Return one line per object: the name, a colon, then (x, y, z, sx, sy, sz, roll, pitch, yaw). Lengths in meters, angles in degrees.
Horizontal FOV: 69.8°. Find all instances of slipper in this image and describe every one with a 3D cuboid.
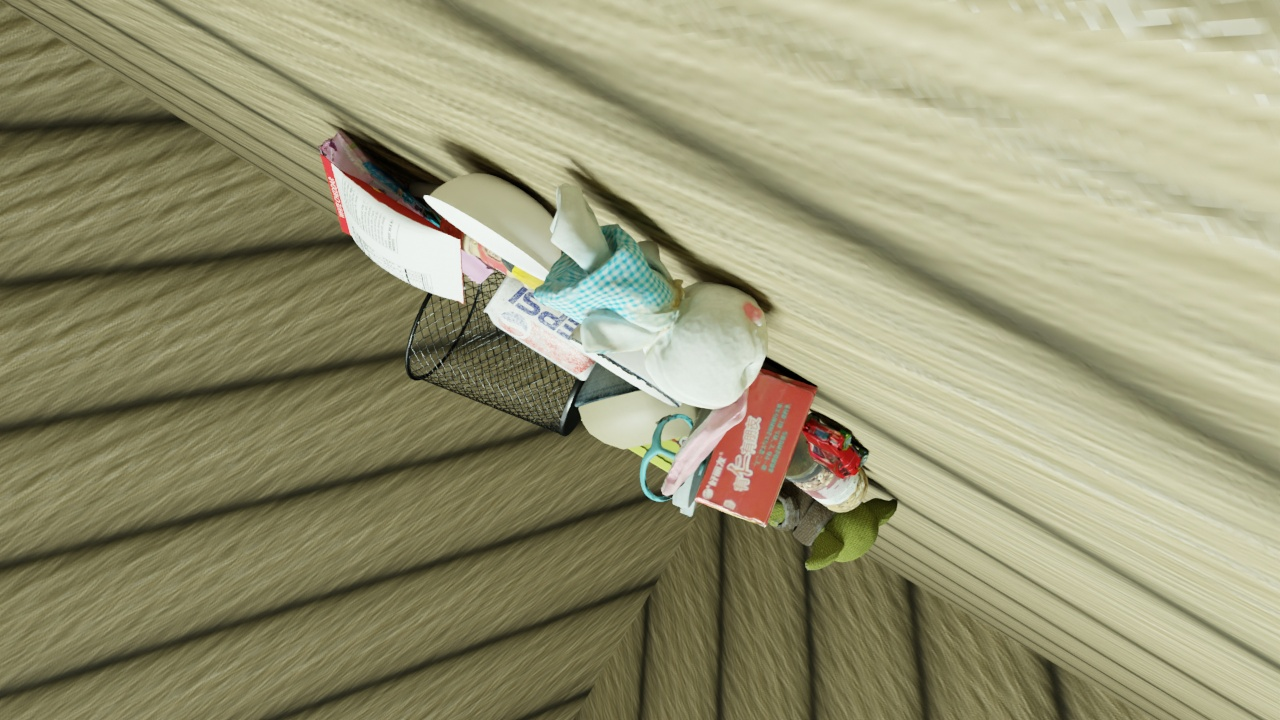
slipper: (0.038, 0.084, 0.825, 0.055, 0.098, 0.269, 20, 169, 9)

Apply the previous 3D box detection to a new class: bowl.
bowl: (-0.006, 0.005, 0.936, 0.137, 0.057, 0.137, -12, 175, -1)
bowl: (-0.095, -0.101, 0.652, 0.110, 0.040, 0.110, 32, 175, 3)
bowl: (0.017, 0.056, 0.920, 0.152, 0.050, 0.152, -12, 175, -1)
bowl: (0.000, -0.013, 0.797, 0.113, 0.063, 0.113, 31, 175, 3)

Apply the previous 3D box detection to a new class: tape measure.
tape measure: (-0.083, -0.082, 0.758, 0.064, 0.037, 0.065, 33, -168, -15)

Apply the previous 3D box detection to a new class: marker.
marker: (-0.186, -0.153, 0.841, 0.016, 0.016, 0.140, 35, 174, -32)

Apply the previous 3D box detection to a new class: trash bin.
trash bin: (-0.156, -0.013, 1.163, 0.210, 0.184, 0.184, 26, 174, 7)

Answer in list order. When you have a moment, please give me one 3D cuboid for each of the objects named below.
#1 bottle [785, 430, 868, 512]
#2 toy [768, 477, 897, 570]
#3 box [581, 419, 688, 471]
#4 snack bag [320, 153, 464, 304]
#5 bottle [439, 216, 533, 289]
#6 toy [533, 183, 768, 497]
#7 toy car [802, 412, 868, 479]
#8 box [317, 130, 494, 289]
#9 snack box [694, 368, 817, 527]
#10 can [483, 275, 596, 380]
bottle: (0.184, 0.112, 0.935, 0.105, 0.056, 0.056, 36, 174, -41)
toy: (0.195, 0.161, 1.027, 0.178, 0.078, 0.153, -20, -126, -43)
box: (0.025, 0.081, 1.257, 0.221, 0.081, 0.124, 31, -160, 18)
snack bag: (-0.226, -0.114, 0.845, 0.144, 0.039, 0.131, 31, 157, 4)
bottle: (-0.129, -0.104, 0.827, 0.109, 0.044, 0.044, 30, 175, 19)
toy: (0.018, -0.030, 0.541, 0.106, 0.130, 0.205, -17, 128, 30)
toy car: (0.173, 0.078, 0.825, 0.042, 0.036, 0.091, 30, 169, 36)
box: (-0.244, -0.148, 0.959, 0.084, 0.053, 0.230, 47, -177, 30)
snack box: (0.096, 0.080, 0.795, 0.060, 0.113, 0.236, 21, 174, 7)
can: (-0.093, -0.043, 0.986, 0.136, 0.078, 0.078, 33, 175, -10)
